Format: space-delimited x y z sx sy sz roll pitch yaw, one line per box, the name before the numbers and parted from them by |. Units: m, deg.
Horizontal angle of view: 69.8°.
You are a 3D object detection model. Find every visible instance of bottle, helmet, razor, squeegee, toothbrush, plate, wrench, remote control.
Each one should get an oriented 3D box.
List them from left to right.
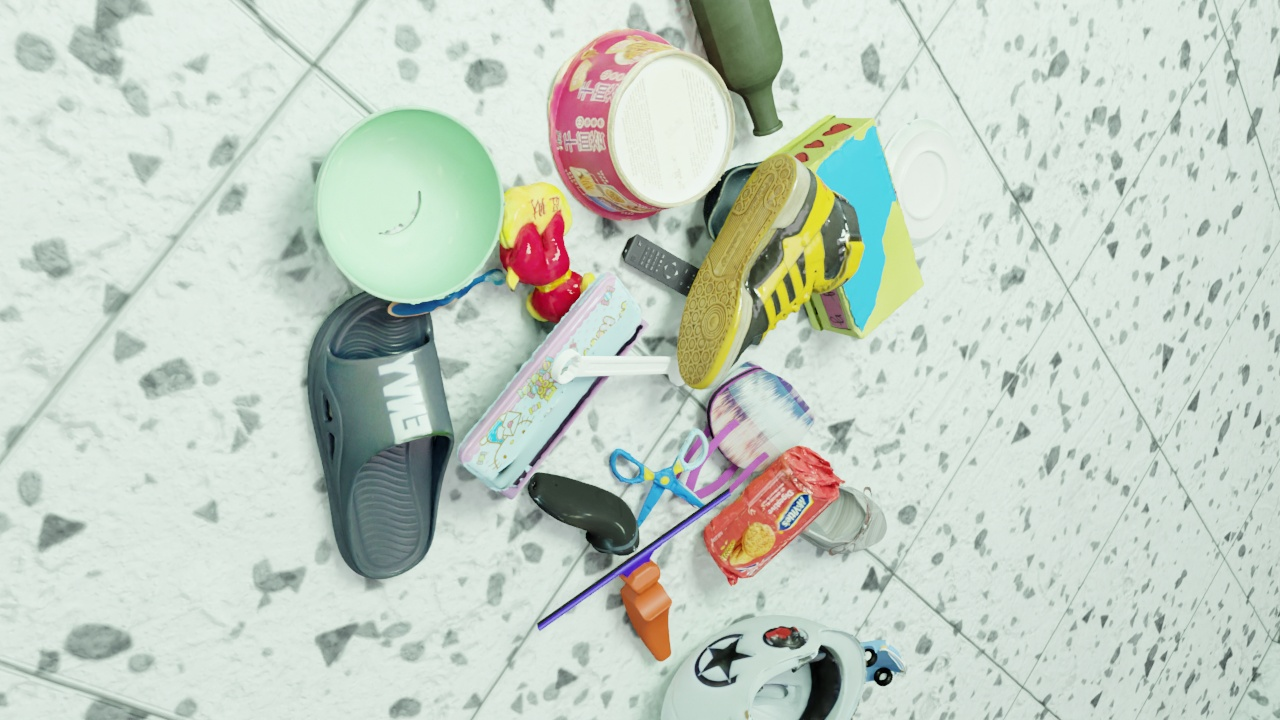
toothbrush | -0.160 -0.058 0.782 0.134 0.017 0.022 -27 136 -51
razor | -0.059 0.156 0.931 0.140 0.053 0.064 31 118 -31
wrench | -0.005 0.005 0.866 0.272 0.009 0.047 0 120 -63
squeegee | 0.007 0.264 1.000 0.249 0.055 0.185 -31 128 -23
remote control | 0.037 -0.088 0.941 0.136 0.015 0.032 25 89 -35
bottle | 0.094 -0.316 0.877 0.071 0.071 0.207 -36 122 -21
helmet | 0.132 0.400 1.066 0.263 0.164 0.237 -33 125 -30
plate | 0.343 -0.215 1.118 0.156 0.014 0.157 -11 109 -33

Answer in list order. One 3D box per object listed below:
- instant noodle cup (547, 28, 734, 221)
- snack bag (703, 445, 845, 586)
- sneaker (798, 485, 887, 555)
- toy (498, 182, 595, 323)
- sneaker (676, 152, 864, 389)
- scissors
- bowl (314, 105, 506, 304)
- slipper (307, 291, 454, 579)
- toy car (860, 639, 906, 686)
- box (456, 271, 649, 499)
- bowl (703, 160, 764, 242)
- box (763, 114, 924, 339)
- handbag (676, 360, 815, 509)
instant noodle cup | 0.012 -0.214 0.846 0.178 0.078 0.179 -11 111 -32
snack bag | 0.144 0.169 1.027 0.082 0.082 0.177 30 110 -37
sneaker | 0.248 0.196 1.129 0.236 0.089 0.099 24 89 -37
toy | -0.087 -0.092 0.823 0.105 0.067 0.137 -47 128 -41
sneaker | 0.130 -0.072 0.906 0.122 0.086 0.239 19 101 -35
scissors | 0.026 0.122 0.977 0.125 0.014 0.130 38 97 -20
bowl | -0.191 -0.126 0.731 0.150 0.077 0.151 -11 110 -32
slipper | -0.213 0.073 0.774 0.110 0.083 0.268 -8 109 -31
toy car | 0.263 0.386 1.176 0.056 0.154 0.054 51 36 -25
box | -0.072 0.030 0.840 0.214 0.051 0.149 -52 160 -11
bowl | 0.104 -0.156 0.938 0.110 0.055 0.110 -16 123 -26
box | 0.224 -0.148 1.018 0.124 0.082 0.221 -40 120 -20
handbag | 0.107 0.094 1.023 0.170 0.068 0.144 -48 126 -6
